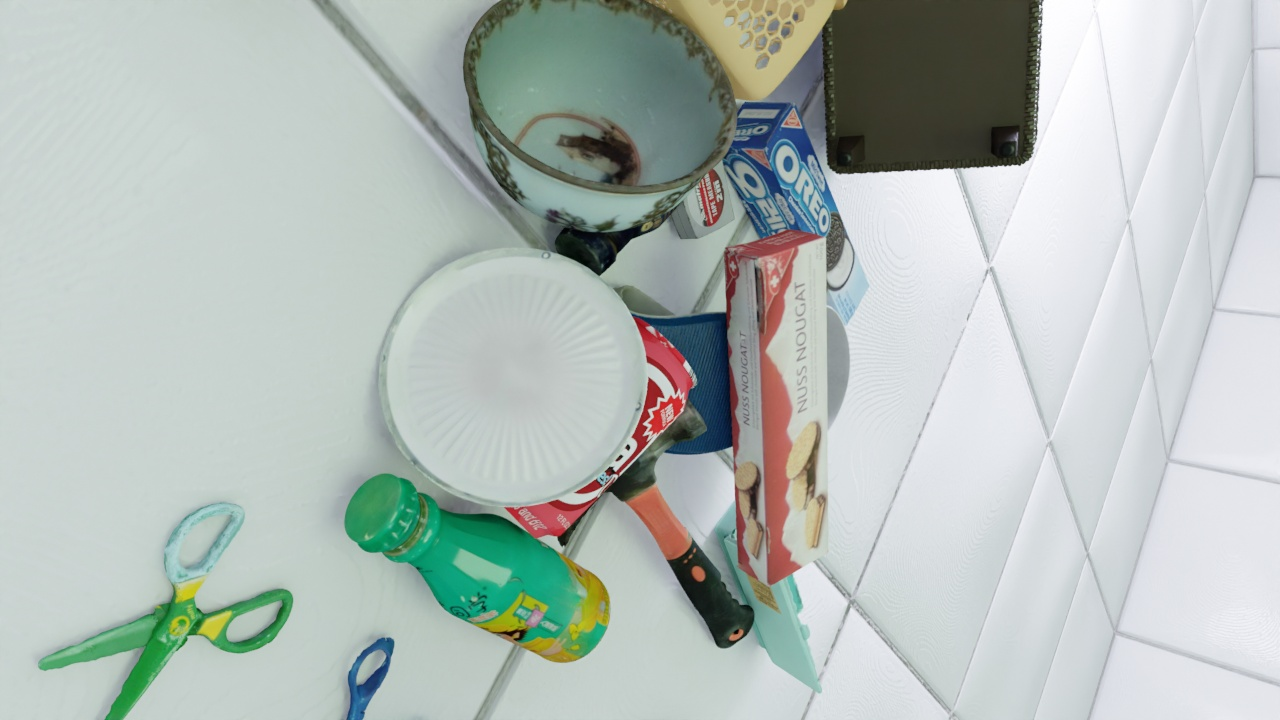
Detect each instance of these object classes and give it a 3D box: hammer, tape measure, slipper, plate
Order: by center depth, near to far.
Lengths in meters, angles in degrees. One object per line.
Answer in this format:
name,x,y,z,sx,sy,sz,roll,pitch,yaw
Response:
plate,-0.075,0.009,0.544,0.014,0.157,0.156,106,7,-77
slipper,-0.004,0.004,0.677,0.294,0.060,0.118,12,96,-37
tape measure,0.045,-0.131,0.727,0.062,0.020,0.060,-35,119,-41
hammer,0.036,0.161,0.751,0.133,0.033,0.333,-33,137,-3

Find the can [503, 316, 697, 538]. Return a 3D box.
can,-0.035,0.043,0.586,0.142,0.074,0.074,-44,132,-11

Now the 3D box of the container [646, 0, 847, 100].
container,0.047,-0.288,0.605,0.183,0.129,0.167,36,79,-49

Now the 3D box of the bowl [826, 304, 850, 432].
bowl,0.129,0.011,0.826,0.131,0.064,0.132,-15,111,-47

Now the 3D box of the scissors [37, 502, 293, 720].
scissors,-0.236,0.126,0.466,0.127,0.012,0.121,-8,104,-50

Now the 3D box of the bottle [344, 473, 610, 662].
bottle,-0.099,0.133,0.585,0.209,0.068,0.068,45,65,-45

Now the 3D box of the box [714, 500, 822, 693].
box,0.136,0.216,0.874,0.078,0.110,0.187,-35,124,-18

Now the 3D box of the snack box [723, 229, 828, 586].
snack box,0.108,0.041,0.704,0.076,0.044,0.273,-20,117,-34

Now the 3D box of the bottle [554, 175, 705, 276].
bottle,0.002,-0.123,0.649,0.160,0.056,0.056,-51,133,-26

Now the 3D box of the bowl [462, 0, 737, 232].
bowl,-0.032,-0.138,0.561,0.159,0.160,0.094,-47,173,-32

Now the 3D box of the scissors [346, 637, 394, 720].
scissors,-0.177,0.227,0.562,0.127,0.014,0.129,-2,104,-45

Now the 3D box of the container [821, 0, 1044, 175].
container,0.233,-0.308,0.735,0.204,0.177,0.321,-49,136,-60

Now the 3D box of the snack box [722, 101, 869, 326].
snack box,0.140,-0.123,0.813,0.059,0.059,0.226,-54,135,-20
